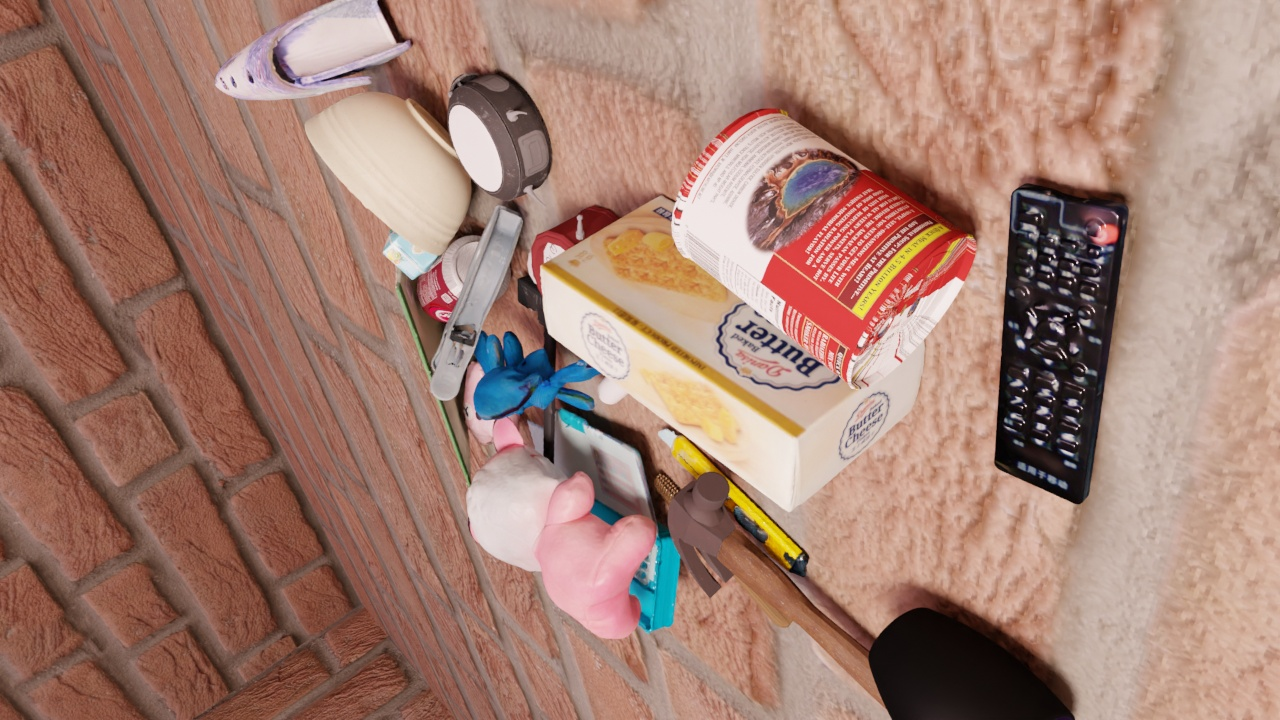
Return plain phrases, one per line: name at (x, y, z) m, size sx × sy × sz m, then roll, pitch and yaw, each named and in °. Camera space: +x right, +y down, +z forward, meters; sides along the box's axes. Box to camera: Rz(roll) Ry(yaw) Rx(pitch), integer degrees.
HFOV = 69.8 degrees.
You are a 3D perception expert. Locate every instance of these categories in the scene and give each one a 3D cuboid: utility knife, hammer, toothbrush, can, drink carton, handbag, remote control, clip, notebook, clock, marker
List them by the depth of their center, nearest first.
remote control at (0.184, -0.005, 0.404) m, size 0.047 × 0.022 × 0.150 m, roll 28°, pitch 139°, yaw 44°
can at (0.085, -0.055, 0.440) m, size 0.116 × 0.086 × 0.087 m, roll 42°, pitch 149°, yaw 26°
hammer at (0.144, 0.207, 0.662) m, size 0.323 × 0.033 × 0.115 m, roll 40°, pitch 149°, yaw 22°
clock at (-0.040, -0.059, 0.682) m, size 0.096 × 0.048 × 0.138 m, roll 58°, pitch 152°, yaw -2°
clock at (-0.113, -0.167, 0.690) m, size 0.123 × 0.043 × 0.091 m, roll 32°, pitch 144°, yaw 39°
marker at (-0.004, 0.004, 0.716) m, size 0.027 × 0.023 × 0.133 m, roll 52°, pitch 153°, yaw 2°
utility knife at (0.070, 0.107, 0.718) m, size 0.163 × 0.017 × 0.031 m, roll 46°, pitch 140°, yaw 27°
clip at (-0.136, -0.045, 0.750) m, size 0.107 × 0.028 × 0.163 m, roll -113°, pitch 46°, yaw -69°
toothbrush at (0.067, 0.158, 0.771) m, size 0.167 × 0.016 × 0.016 m, roll 46°, pitch 152°, yaw 21°
handbag at (-0.280, -0.257, 0.780) m, size 0.159 × 0.126 × 0.069 m, roll 14°, pitch 133°, yaw 51°
drink carton at (-0.209, -0.112, 0.850) m, size 0.044 × 0.038 × 0.128 m, roll 45°, pitch -173°, yaw -22°
can at (-0.168, -0.074, 0.857) m, size 0.063 × 0.063 × 0.114 m, roll 61°, pitch 153°, yaw -7°
hammer at (-0.082, 0.083, 0.859) m, size 0.095 × 0.015 × 0.326 m, roll 34°, pitch 132°, yaw 38°
notebook at (-0.217, -0.016, 0.966) m, size 0.181 × 0.010 × 0.253 m, roll -111°, pitch 8°, yaw -53°

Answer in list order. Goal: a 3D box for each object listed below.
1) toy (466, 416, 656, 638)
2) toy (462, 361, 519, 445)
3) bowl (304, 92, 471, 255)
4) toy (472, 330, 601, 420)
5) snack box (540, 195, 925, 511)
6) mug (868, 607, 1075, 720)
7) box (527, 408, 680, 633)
toy at (-0.081, 0.150, 0.812) m, size 0.213 × 0.084 × 0.142 m, roll 34°, pitch 128°, yaw 36°
toy at (-0.167, 0.047, 1.000) m, size 0.099 × 0.052 × 0.096 m, roll -8°, pitch 101°, yaw 61°
bowl at (-0.195, -0.167, 0.764) m, size 0.151 × 0.075 × 0.150 m, roll 47°, pitch -172°, yaw -9°
toy at (-0.098, 0.013, 0.749) m, size 0.176 × 0.112 × 0.071 m, roll 16°, pitch 109°, yaw 60°
snack box at (0.044, -0.014, 0.530) m, size 0.208 × 0.104 × 0.058 m, roll 35°, pitch 146°, yaw 36°
mug at (0.198, 0.209, 0.560) m, size 0.119 × 0.085 × 0.100 m, roll 42°, pitch -176°, yaw -45°
box at (-0.043, 0.134, 0.884) m, size 0.227 × 0.056 × 0.185 m, roll 21°, pitch 118°, yaw 54°
